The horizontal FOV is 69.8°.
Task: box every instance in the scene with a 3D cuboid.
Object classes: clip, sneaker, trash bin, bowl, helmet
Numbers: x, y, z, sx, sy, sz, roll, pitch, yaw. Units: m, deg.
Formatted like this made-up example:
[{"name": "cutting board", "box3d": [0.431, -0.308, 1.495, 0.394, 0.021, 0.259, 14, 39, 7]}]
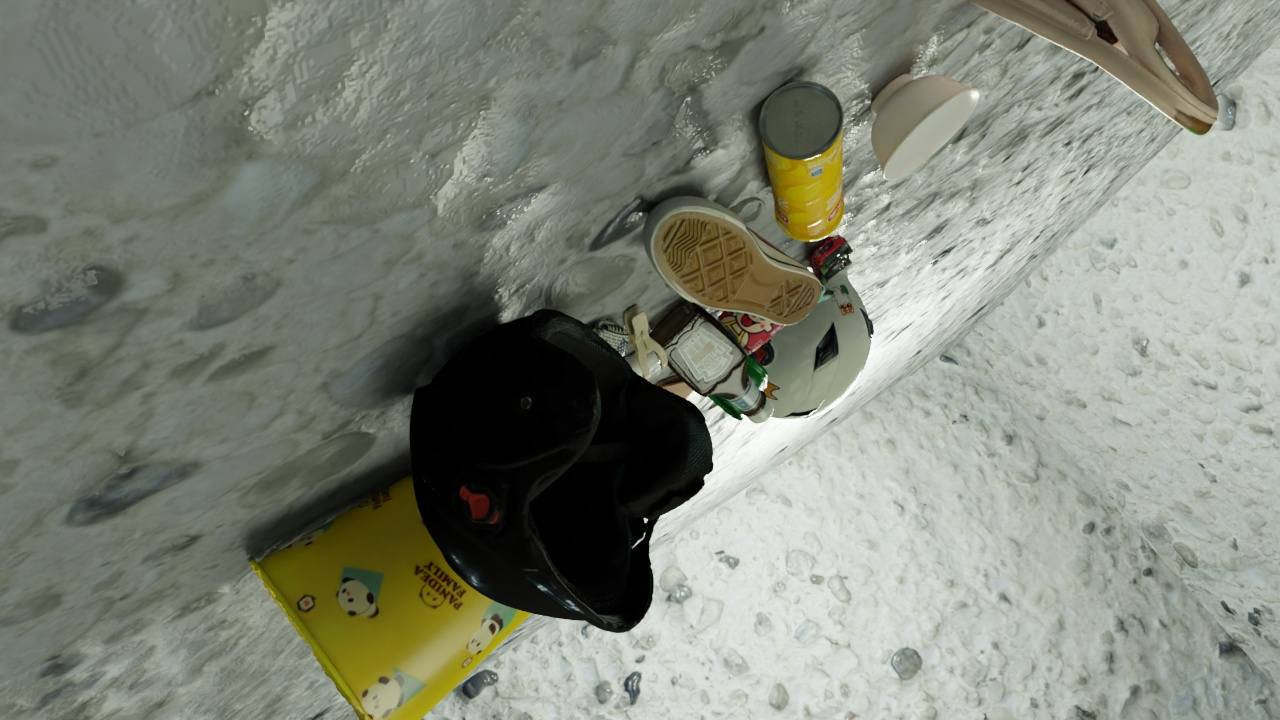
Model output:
[{"name": "clip", "box3d": [0.006, -0.014, 1.009, 0.035, 0.095, 0.102, -32, 175, -16]}, {"name": "sneaker", "box3d": [0.080, -0.102, 0.883, 0.240, 0.088, 0.118, 17, 114, -45]}, {"name": "trash bin", "box3d": [-0.219, 0.222, 0.937, 0.254, 0.229, 0.230, -36, 165, -26]}, {"name": "bowl", "box3d": [0.269, -0.245, 0.913, 0.118, 0.064, 0.118, -35, 164, -11]}, {"name": "helmet", "box3d": [-0.078, 0.095, 0.779, 0.231, 0.274, 0.233, -15, 160, 27]}, {"name": "helmet", "box3d": [0.259, -0.003, 1.407, 0.229, 0.157, 0.275, -25, 161, -37]}]

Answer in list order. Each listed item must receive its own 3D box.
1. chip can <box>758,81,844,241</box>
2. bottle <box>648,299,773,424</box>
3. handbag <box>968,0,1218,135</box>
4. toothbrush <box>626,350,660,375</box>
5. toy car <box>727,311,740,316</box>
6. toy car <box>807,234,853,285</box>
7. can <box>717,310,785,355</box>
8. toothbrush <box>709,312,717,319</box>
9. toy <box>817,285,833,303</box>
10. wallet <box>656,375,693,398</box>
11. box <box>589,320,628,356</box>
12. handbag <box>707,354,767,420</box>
[{"name": "chip can", "box3d": [0.153, -0.177, 0.848, 0.072, 0.072, 0.213, -38, 164, 2]}, {"name": "bottle", "box3d": [0.094, 0.011, 1.100, 0.080, 0.044, 0.195, -43, 124, 7]}, {"name": "handbag", "box3d": [0.396, -0.279, 0.775, 0.192, 0.234, 0.094, -18, 154, -49]}, {"name": "toothbrush", "box3d": [-0.007, 0.006, 1.105, 0.220, 0.026, 0.027, -34, -156, -11]}, {"name": "toy car", "box3d": [0.118, -0.097, 1.066, 0.054, 0.037, 0.121, -33, 154, -12]}, {"name": "toy car", "box3d": [0.247, -0.136, 1.209, 0.053, 0.045, 0.120, -39, 170, 3]}, {"name": "can", "box3d": [0.155, -0.060, 1.187, 0.094, 0.066, 0.066, -40, 164, 11]}, {"name": "toothbrush", "box3d": [0.022, -0.004, 1.152, 0.189, 0.029, 0.021, -36, 127, -8]}, {"name": "toy", "box3d": [0.213, -0.091, 1.242, 0.092, 0.030, 0.096, -6, 165, 24]}, {"name": "wallet", "box3d": [0.037, 0.055, 1.353, 0.115, 0.020, 0.101, -13, 152, -49]}, {"name": "box", "box3d": [-0.071, 0.025, 0.976, 0.164, 0.052, 0.068, -55, 164, 18]}, {"name": "handbag", "box3d": [0.107, 0.020, 1.221, 0.068, 0.120, 0.131, -55, 165, -5]}]
